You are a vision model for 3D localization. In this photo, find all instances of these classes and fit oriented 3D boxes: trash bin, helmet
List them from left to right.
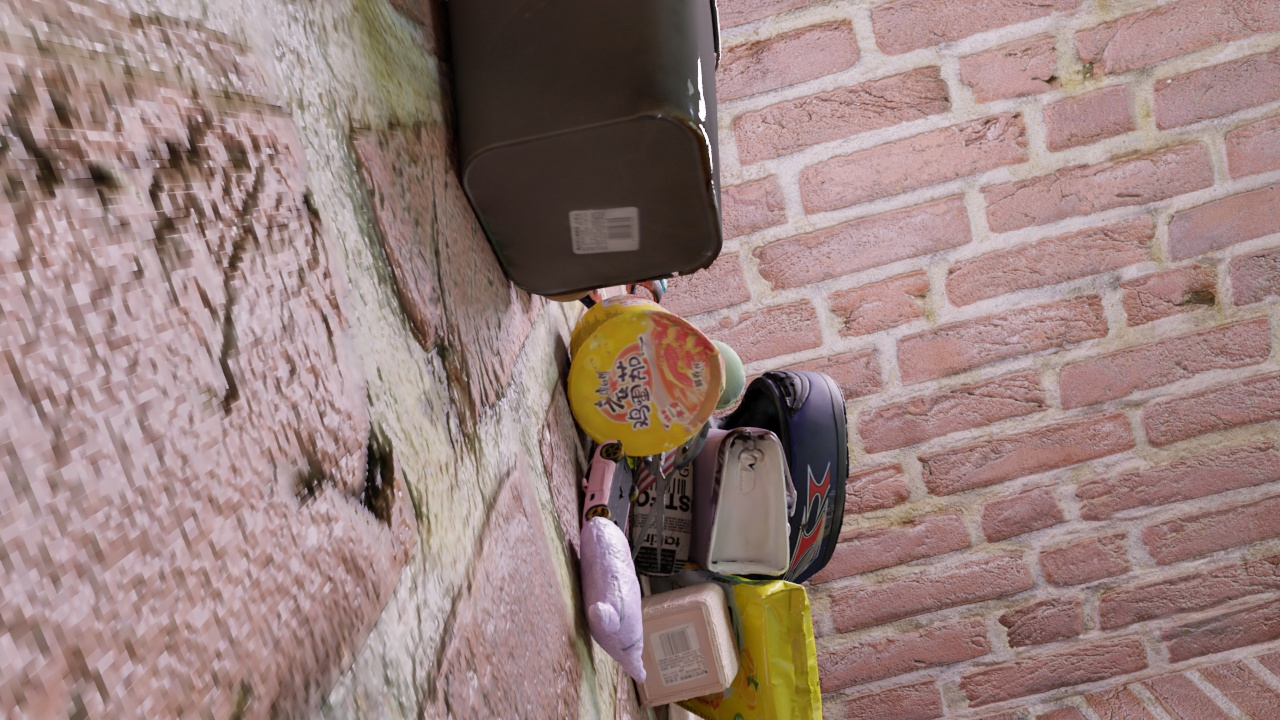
[{"bbox_3d":[-0.033,-0.182,0.653,0.199,0.199,0.219,70,13,-57],"label":"trash bin"},{"bbox_3d":[0.119,0.162,1.183,0.247,0.240,0.316,-110,-158,-59],"label":"helmet"}]

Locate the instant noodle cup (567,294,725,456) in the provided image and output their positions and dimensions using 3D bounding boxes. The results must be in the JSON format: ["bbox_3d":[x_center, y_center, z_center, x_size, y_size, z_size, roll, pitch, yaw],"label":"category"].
[{"bbox_3d":[-0.005,0.005,0.852,0.109,0.138,0.138,-119,-167,-68],"label":"instant noodle cup"}]

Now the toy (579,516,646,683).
[{"bbox_3d":[-0.022,0.153,0.623,0.107,0.039,0.084,-99,168,-50],"label":"toy"}]

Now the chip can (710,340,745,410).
[{"bbox_3d":[0.033,0.034,1.001,0.222,0.072,0.072,-26,-104,63],"label":"chip can"}]

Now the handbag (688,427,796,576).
[{"bbox_3d":[0.097,0.143,0.967,0.197,0.098,0.145,148,-60,-81],"label":"handbag"}]

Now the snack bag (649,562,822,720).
[{"bbox_3d":[0.093,0.290,0.935,0.247,0.068,0.158,-7,-90,61],"label":"snack bag"}]

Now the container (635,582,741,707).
[{"bbox_3d":[0.036,0.253,0.817,0.111,0.090,0.090,48,29,-78],"label":"container"}]

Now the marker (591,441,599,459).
[{"bbox_3d":[-0.038,0.089,0.871,0.145,0.017,0.017,-93,169,-76],"label":"marker"}]

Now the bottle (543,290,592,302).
[{"bbox_3d":[-0.068,-0.118,0.816,0.218,0.065,0.065,-100,175,-65],"label":"bottle"}]

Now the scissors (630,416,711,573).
[{"bbox_3d":[0.019,0.119,0.865,0.014,0.181,0.159,26,11,-21],"label":"scissors"}]

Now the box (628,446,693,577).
[{"bbox_3d":[0.021,0.146,0.966,0.081,0.074,0.163,137,-44,-65],"label":"box"}]

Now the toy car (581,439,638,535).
[{"bbox_3d":[-0.029,0.115,0.740,0.122,0.037,0.056,-79,156,-53],"label":"toy car"}]

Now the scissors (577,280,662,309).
[{"bbox_3d":[-0.034,-0.053,0.962,0.221,0.190,0.015,42,60,-37],"label":"scissors"}]

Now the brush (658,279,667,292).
[{"bbox_3d":[-0.055,-0.212,1.117,0.060,0.109,0.314,75,1,-70],"label":"brush"}]

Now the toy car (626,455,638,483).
[{"bbox_3d":[-0.021,0.095,0.948,0.105,0.032,0.048,-96,-166,-62],"label":"toy car"}]
